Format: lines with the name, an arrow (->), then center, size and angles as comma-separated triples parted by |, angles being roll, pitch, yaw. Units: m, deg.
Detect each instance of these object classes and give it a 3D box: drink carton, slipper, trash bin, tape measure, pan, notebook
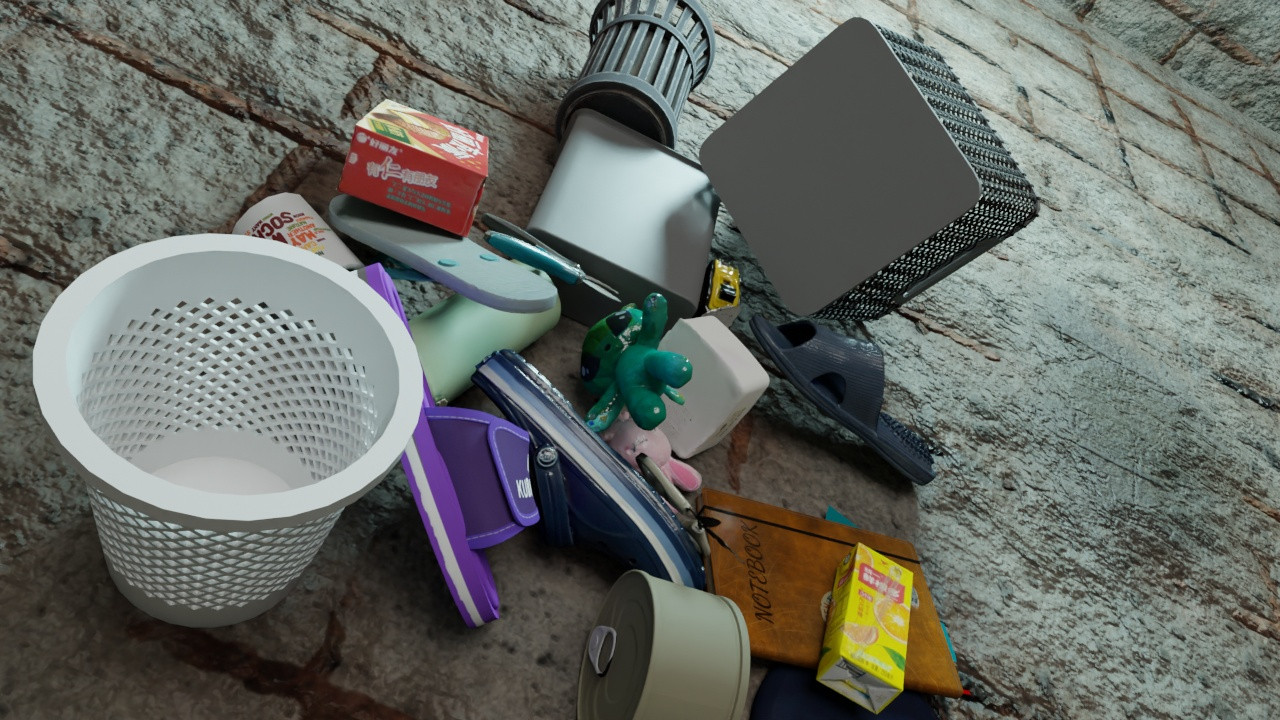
drink carton -> 0.189, 0.217, 0.762 | 0.058, 0.043, 0.134 | 30, 35, 1
slipper -> -0.125, 0.051, 0.652 | 0.084, 0.107, 0.266 | -20, 89, -9
slipper -> -0.181, -0.081, 0.769 | 0.269, 0.055, 0.098 | 30, 25, 37
slipper -> 0.222, 0.023, 0.934 | 0.263, 0.083, 0.101 | 39, 13, -15
trash bin -> -0.008, -0.327, 1.102 | 0.164, 0.165, 0.226 | 25, 47, -10
tape measure -> 0.077, -0.061, 0.974 | 0.042, 0.072, 0.072 | 20, 38, -18
pan -> 0.119, 0.338, 0.679 | 0.355, 0.021, 0.198 | -18, 63, -39
trash bin -> -0.256, 0.062, 0.570 | 0.195, 0.200, 0.195 | 16, 46, -18
slipper -> -0.054, 0.103, 0.739 | 0.095, 0.105, 0.253 | -41, 88, -12
trash bin -> -0.020, -0.139, 0.968 | 0.192, 0.098, 0.219 | 25, 45, -10
notebook -> 0.170, 0.201, 0.821 | 0.249, 0.014, 0.178 | 17, 37, -17

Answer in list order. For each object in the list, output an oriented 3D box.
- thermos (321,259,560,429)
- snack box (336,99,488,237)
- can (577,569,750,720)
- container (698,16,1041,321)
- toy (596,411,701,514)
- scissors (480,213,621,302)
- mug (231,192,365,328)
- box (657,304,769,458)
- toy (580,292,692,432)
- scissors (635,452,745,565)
thermos -> -0.162, -0.007, 0.778 | 0.082, 0.083, 0.230 | 41, 43, 8
snack box -> -0.203, -0.185, 0.854 | 0.113, 0.060, 0.236 | 19, 17, -15
can -> 0.014, 0.219, 0.644 | 0.073, 0.128, 0.127 | 19, 45, -17
container -> 0.244, -0.195, 0.993 | 0.243, 0.248, 0.245 | -11, 68, -58
toy -> 0.007, 0.086, 0.819 | 0.110, 0.047, 0.063 | 47, 36, -5
scissors -> -0.089, -0.095, 0.836 | 0.124, 0.019, 0.156 | 41, 16, 30
mug -> -0.281, -0.084, 0.789 | 0.089, 0.074, 0.105 | 46, 18, 13
box -> 0.067, 0.007, 0.890 | 0.128, 0.109, 0.136 | 50, 31, 20
toy -> -0.005, 0.005, 0.802 | 0.072, 0.131, 0.193 | 28, 7, -26
scissors -> 0.037, 0.121, 0.728 | 0.012, 0.158, 0.162 | -34, 61, -11
